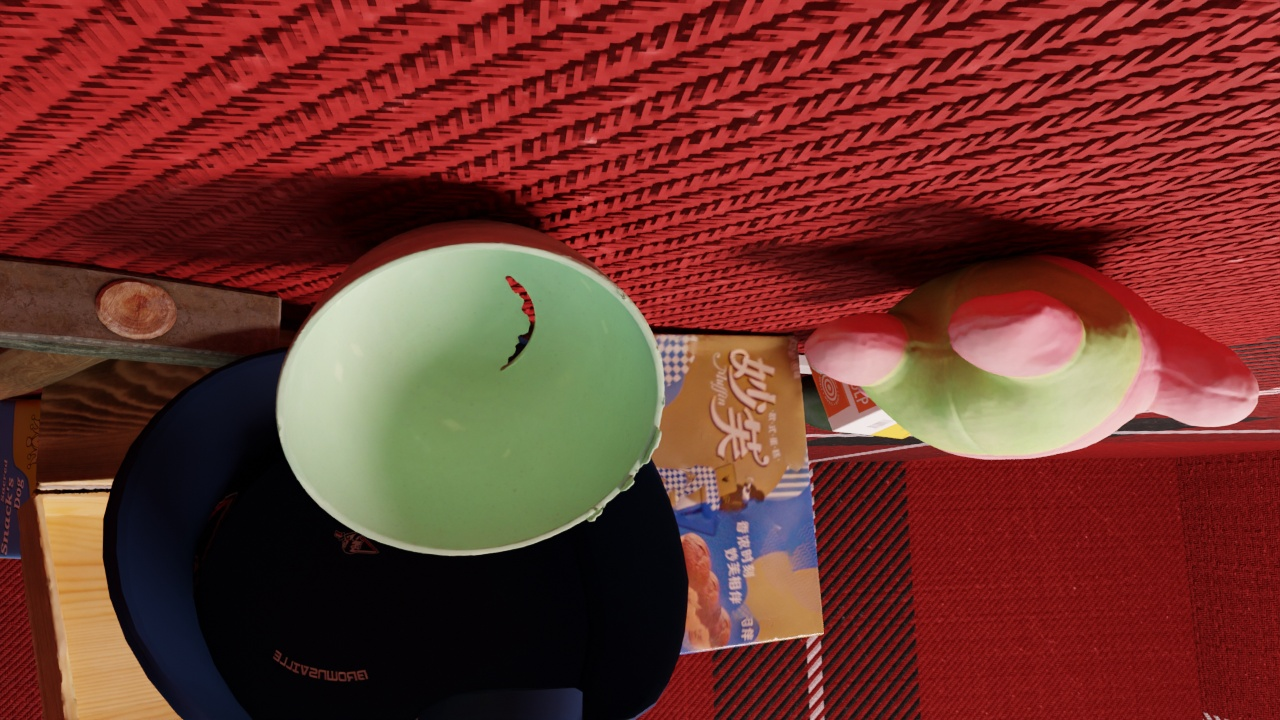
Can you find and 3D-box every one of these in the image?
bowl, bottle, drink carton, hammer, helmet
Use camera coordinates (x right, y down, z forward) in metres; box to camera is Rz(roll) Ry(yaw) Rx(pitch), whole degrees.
[{"bbox_3d":[-0.070,0.003,0.385,0.150,0.151,0.077,1,-146,-16],"label":"bowl"},{"bbox_3d":[0.160,0.035,0.808,0.174,0.055,0.055,6,169,-21],"label":"bottle"},{"bbox_3d":[0.168,0.019,0.649,0.040,0.058,0.122,-29,157,32],"label":"drink carton"},{"bbox_3d":[-0.349,-0.006,0.528,0.302,0.037,0.157,-10,167,43],"label":"hammer"},{"bbox_3d":[-0.136,0.112,0.476,0.224,0.231,0.272,-30,134,31],"label":"helmet"}]

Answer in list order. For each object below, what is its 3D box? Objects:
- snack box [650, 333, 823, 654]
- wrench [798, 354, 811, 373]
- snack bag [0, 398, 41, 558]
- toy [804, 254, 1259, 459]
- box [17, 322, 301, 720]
[{"bbox_3d":[0.033,0.087,0.616,0.154,0.202,0.069,0,171,-24],"label":"snack box"},{"bbox_3d":[0.213,0.007,0.752,0.273,0.018,0.087,4,170,-23],"label":"wrench"},{"bbox_3d":[-0.543,0.114,0.883,0.205,0.159,0.102,0,172,3],"label":"snack bag"},{"bbox_3d":[0.196,-0.002,0.457,0.236,0.097,0.192,-3,-177,-42],"label":"toy"},{"bbox_3d":[-0.272,0.154,0.686,0.285,0.323,0.278,-5,172,33],"label":"box"}]
